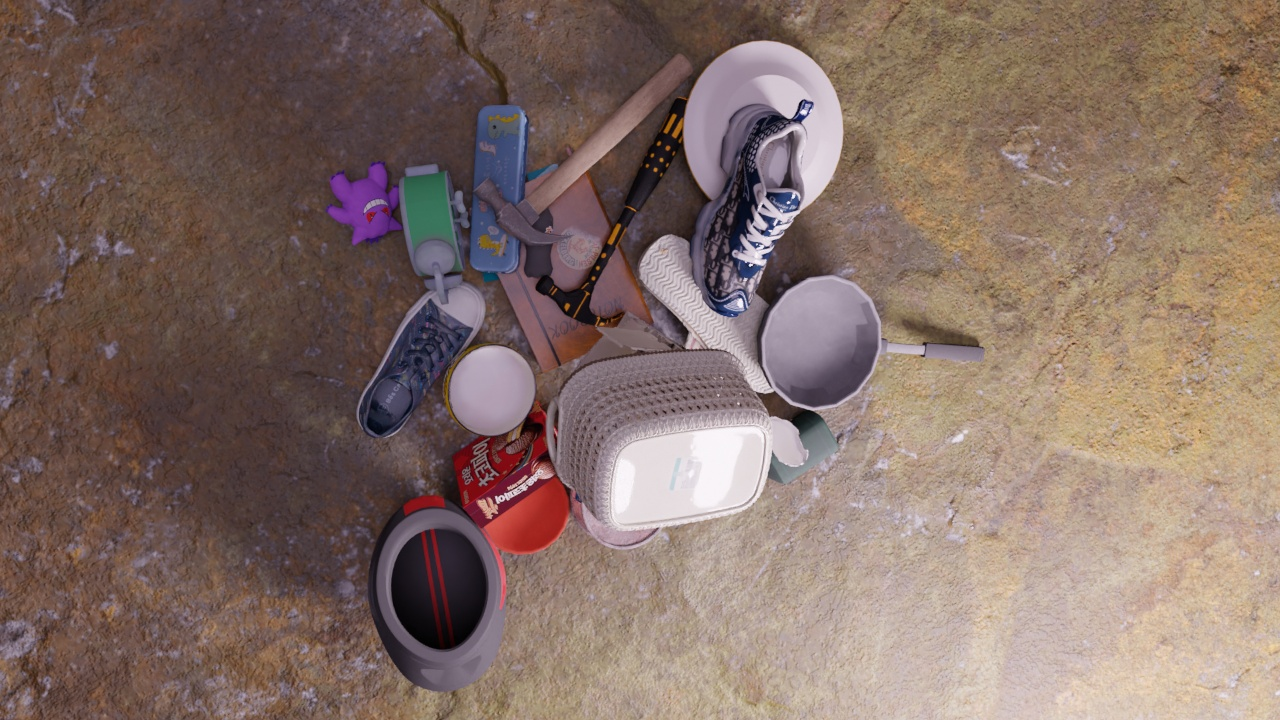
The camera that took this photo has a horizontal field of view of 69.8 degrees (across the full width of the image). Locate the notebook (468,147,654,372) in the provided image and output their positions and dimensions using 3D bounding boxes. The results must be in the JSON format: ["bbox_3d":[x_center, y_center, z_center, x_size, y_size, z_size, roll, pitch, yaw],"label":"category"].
[{"bbox_3d":[-0.112,-0.126,1.192,0.178,0.014,0.249,-25,100,-5],"label":"notebook"}]

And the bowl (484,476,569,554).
[{"bbox_3d":[-0.156,0.192,1.214,0.122,0.035,0.122,-1,97,-8],"label":"bowl"}]

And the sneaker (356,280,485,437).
[{"bbox_3d":[-0.281,-0.001,1.150,0.087,0.079,0.235,36,91,-11],"label":"sneaker"}]

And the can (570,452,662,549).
[{"bbox_3d":[-0.024,0.180,1.211,0.129,0.044,0.130,-3,96,-24],"label":"can"}]

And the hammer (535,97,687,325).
[{"bbox_3d":[-0.010,-0.193,1.174,0.123,0.036,0.320,31,86,-29],"label":"hammer"}]

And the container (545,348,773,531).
[{"bbox_3d":[0.030,0.092,1.037,0.246,0.143,0.185,-6,120,-19],"label":"container"}]

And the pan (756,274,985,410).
[{"bbox_3d":[0.314,-0.020,1.239,0.356,0.041,0.179,4,99,-20],"label":"pan"}]

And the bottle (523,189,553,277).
[{"bbox_3d":[-0.128,-0.159,1.158,0.036,0.036,0.110,0,97,-9],"label":"bottle"}]

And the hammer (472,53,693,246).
[{"bbox_3d":[-0.054,-0.272,1.149,0.330,0.031,0.119,-46,106,-15],"label":"hammer"}]

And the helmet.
[{"bbox_3d":[-0.252,0.284,1.143,0.164,0.170,0.265,-10,95,-15],"label":"helmet"}]

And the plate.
[{"bbox_3d":[0.165,-0.296,1.188,0.229,0.021,0.230,-3,101,-18],"label":"plate"}]

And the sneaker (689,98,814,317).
[{"bbox_3d":[0.145,-0.183,1.115,0.103,0.132,0.269,12,94,-22],"label":"sneaker"}]

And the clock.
[{"bbox_3d":[-0.243,-0.147,1.107,0.075,0.122,0.161,-9,74,-6],"label":"clock"}]

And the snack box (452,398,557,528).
[{"bbox_3d":[-0.163,0.124,1.143,0.132,0.152,0.036,-35,114,-3],"label":"snack box"}]

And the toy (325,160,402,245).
[{"bbox_3d":[-0.339,-0.190,1.130,0.105,0.056,0.088,-29,99,-39],"label":"toy"}]

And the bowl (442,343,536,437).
[{"bbox_3d":[-0.198,0.034,1.166,0.117,0.068,0.117,-3,98,-27],"label":"bowl"}]

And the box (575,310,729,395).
[{"bbox_3d":[0.004,0.002,1.135,0.185,0.145,0.095,5,110,-37],"label":"box"}]

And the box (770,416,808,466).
[{"bbox_3d":[0.131,0.110,1.187,0.112,0.162,0.084,-21,108,-18],"label":"box"}]

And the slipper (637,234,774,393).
[{"bbox_3d":[0.097,-0.059,1.210,0.263,0.052,0.115,42,86,-19],"label":"slipper"}]

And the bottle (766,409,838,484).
[{"bbox_3d":[0.195,0.127,1.244,0.131,0.061,0.061,-32,103,-3],"label":"bottle"}]

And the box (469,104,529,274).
[{"bbox_3d":[-0.177,-0.213,1.140,0.066,0.049,0.209,4,89,-4],"label":"box"}]
